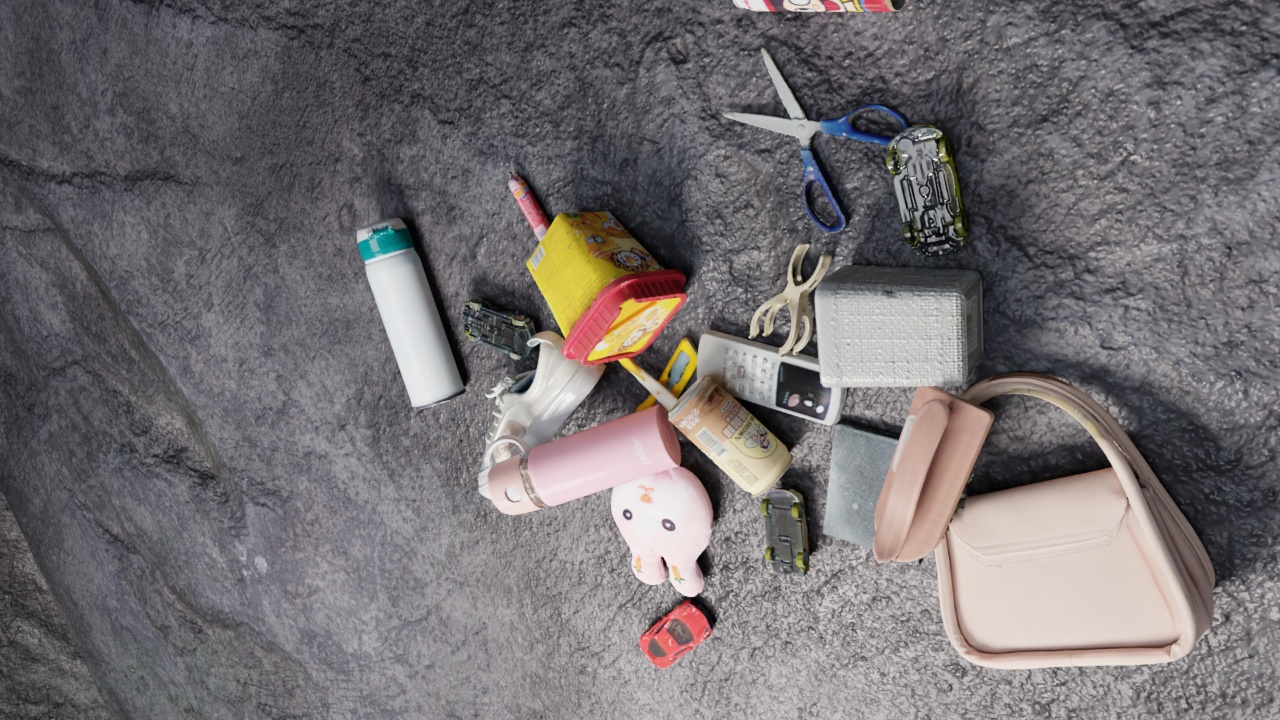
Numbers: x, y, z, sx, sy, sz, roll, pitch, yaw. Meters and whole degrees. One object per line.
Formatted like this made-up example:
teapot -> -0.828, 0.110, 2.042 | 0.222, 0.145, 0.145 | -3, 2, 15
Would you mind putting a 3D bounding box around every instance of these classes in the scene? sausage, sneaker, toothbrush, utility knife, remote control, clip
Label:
sausage -> -0.099, -0.132, 0.966 | 0.020, 0.020, 0.156 | -29, 90, 39
sneaker -> -0.137, 0.063, 1.017 | 0.091, 0.089, 0.243 | 36, 123, -5
toothbrush -> -0.006, 0.006, 0.944 | 0.191, 0.018, 0.016 | 43, 123, 20
utility knife -> 0.020, 0.039, 0.950 | 0.033, 0.015, 0.154 | 38, 125, 15
remote control -> 0.121, 0.015, 0.868 | 0.150, 0.021, 0.058 | 16, 116, 30
clip -> 0.126, -0.058, 0.829 | 0.084, 0.034, 0.104 | 15, 107, 38

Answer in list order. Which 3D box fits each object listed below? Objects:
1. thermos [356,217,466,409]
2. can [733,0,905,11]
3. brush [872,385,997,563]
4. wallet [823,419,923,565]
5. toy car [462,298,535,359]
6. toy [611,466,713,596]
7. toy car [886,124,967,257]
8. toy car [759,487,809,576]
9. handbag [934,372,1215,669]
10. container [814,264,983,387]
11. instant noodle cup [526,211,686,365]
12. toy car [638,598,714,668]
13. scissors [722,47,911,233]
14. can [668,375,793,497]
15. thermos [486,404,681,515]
thermos -> -0.275, -0.058, 1.090 | 0.073, 0.073, 0.224 | -11, 101, 37
can -> 0.138, -0.300, 0.714 | 0.133, 0.053, 0.053 | 13, 115, 31
brush -> 0.227, 0.096, 0.736 | 0.063, 0.073, 0.146 | 28, 108, 37
wallet -> 0.219, 0.121, 0.843 | 0.097, 0.019, 0.121 | 14, 114, 31
toy car -> -0.157, -0.037, 1.035 | 0.106, 0.031, 0.049 | 22, 120, 28
toy -> 0.026, 0.181, 0.980 | 0.121, 0.054, 0.159 | 6, 115, 33
toy car -> 0.229, -0.135, 0.726 | 0.048, 0.032, 0.105 | -8, 106, 37
toy car -> 0.145, 0.166, 0.900 | 0.042, 0.035, 0.090 | 1, 108, 33
handbag -> 0.324, 0.124, 0.740 | 0.194, 0.093, 0.234 | -22, 86, 39
container -> 0.213, -0.028, 0.746 | 0.114, 0.090, 0.090 | 3, 109, 31
instant noodle cup -> -0.039, -0.076, 0.895 | 0.123, 0.116, 0.116 | 54, 128, 21
toy car -> 0.039, 0.308, 1.032 | 0.049, 0.031, 0.107 | 49, 126, 8
scissors -> 0.148, -0.188, 0.776 | 0.175, 0.012, 0.162 | 1, 108, 36
can -> 0.086, 0.072, 0.878 | 0.116, 0.058, 0.059 | 43, 127, -1
thermos -> -0.064, 0.097, 0.946 | 0.199, 0.067, 0.087 | -18, 98, 16
